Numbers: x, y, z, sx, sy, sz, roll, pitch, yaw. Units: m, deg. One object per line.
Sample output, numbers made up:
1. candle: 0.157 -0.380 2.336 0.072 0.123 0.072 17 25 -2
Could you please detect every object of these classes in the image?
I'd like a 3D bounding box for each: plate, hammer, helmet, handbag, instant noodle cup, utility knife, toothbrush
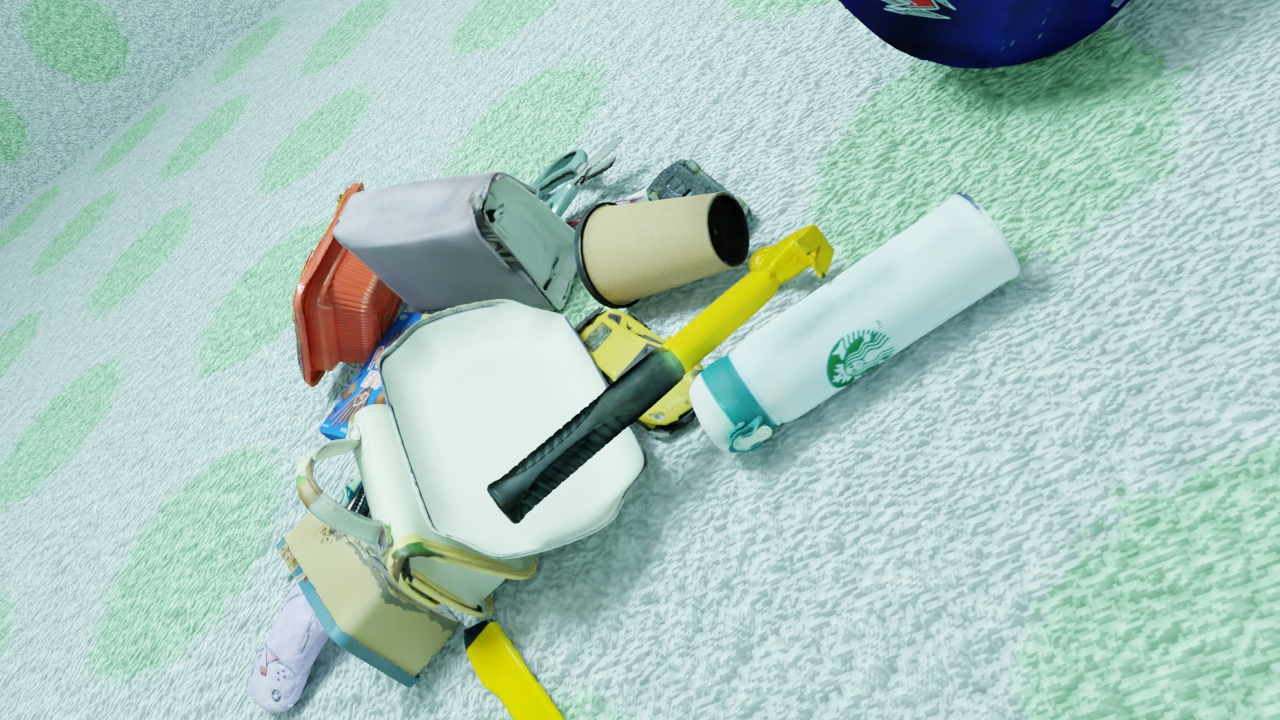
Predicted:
1. plate: -0.101 0.047 0.692 0.161 0.034 0.265 -16 45 -18
2. hammer: 0.020 0.002 0.630 0.300 0.033 0.129 -40 5 -16
3. helmet: 0.274 -0.367 0.675 0.240 0.248 0.314 19 69 1
4. handbag: -0.175 -0.117 0.889 0.197 0.145 0.098 1 66 34
5. instant noodle cup: -0.306 -0.077 0.988 0.079 0.165 0.188 13 54 -4
6. utility knife: -0.075 0.226 0.600 0.033 0.015 0.174 -52 40 -3
7. toothbrush: -0.020 -0.156 0.913 0.188 0.016 0.017 -16 35 30
8. handbag: -0.175 0.101 0.666 0.063 0.178 0.163 -49 42 13
9. toothbrush: -0.278 0.123 0.867 0.016 0.018 0.191 16 66 47

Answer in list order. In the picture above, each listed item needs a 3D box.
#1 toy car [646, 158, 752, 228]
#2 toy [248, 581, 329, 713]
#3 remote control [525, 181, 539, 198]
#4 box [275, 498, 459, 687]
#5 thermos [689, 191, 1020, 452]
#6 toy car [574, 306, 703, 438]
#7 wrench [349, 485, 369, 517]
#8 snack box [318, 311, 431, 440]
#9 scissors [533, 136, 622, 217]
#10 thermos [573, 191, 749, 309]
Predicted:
1. toy car: 0.053 -0.136 0.817 0.054 0.037 0.120 -42 48 -1
2. toy: -0.279 0.233 0.740 0.084 0.039 0.108 28 88 40
3. remote control: -0.160 -0.143 0.992 0.135 0.019 0.056 -25 39 40
4. box: -0.209 0.174 0.703 0.062 0.090 0.184 -49 34 -10
5. thermos: 0.135 -0.018 0.610 0.224 0.073 0.073 -35 39 10
6. toy car: -0.004 0.004 0.728 0.071 0.041 0.156 -48 41 -5
7. wrench: -0.233 0.082 0.846 0.056 0.016 0.272 -26 40 62
8. snack box: -0.257 0.019 0.940 0.085 0.026 0.156 7 59 44
9. scissors: -0.076 -0.193 0.966 0.178 0.019 0.169 -38 29 27
10. thermos: 0.015 -0.095 0.759 0.144 0.093 0.092 -8 50 39
